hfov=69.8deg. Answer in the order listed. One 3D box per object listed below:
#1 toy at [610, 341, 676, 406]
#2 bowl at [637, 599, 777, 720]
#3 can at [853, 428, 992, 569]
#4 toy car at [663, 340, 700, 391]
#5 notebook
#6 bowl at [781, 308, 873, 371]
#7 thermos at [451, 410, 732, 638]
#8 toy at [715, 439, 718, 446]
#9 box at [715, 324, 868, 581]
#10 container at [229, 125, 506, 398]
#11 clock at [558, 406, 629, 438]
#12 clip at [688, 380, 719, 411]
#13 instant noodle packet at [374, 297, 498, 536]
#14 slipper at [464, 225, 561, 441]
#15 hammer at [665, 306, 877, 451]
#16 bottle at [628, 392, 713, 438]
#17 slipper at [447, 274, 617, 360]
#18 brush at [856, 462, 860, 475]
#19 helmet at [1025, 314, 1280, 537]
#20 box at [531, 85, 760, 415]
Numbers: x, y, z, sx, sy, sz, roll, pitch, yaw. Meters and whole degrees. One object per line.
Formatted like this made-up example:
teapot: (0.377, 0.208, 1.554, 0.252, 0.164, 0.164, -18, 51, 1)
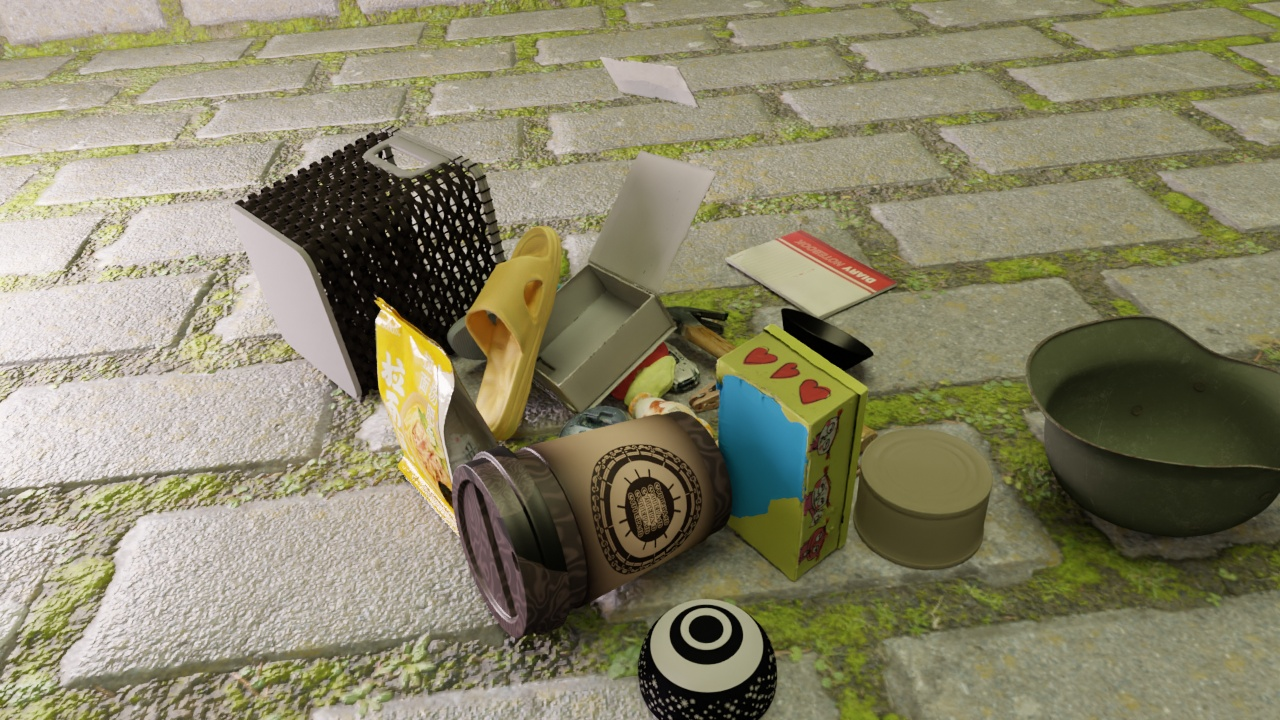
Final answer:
toy: (-0.007, 0.007, 1.129, 0.091, 0.045, 0.135, -43, 47, 2)
bowl: (0.056, 0.249, 0.781, 0.120, 0.066, 0.120, -3, 35, 2)
can: (0.279, 0.135, 0.912, 0.128, 0.073, 0.127, -3, 35, 2)
toy car: (0.032, 0.001, 1.165, 0.048, 0.033, 0.105, -23, 40, -26)
notebook: (0.246, -0.130, 1.344, 0.152, 0.012, 0.209, -23, 40, -25)
bowl: (0.218, -0.013, 1.129, 0.124, 0.053, 0.124, 23, 16, -7)
thermos: (-0.041, 0.140, 0.869, 0.225, 0.173, 0.173, -17, 37, -28)
toy: (0.132, 0.089, 1.012, 0.117, 0.043, 0.092, -14, 31, -28)
box: (0.136, 0.089, 0.859, 0.079, 0.221, 0.124, -29, 45, -28)
container: (-0.350, -0.130, 1.213, 0.243, 0.246, 0.247, -34, 45, -30)
clock: (-0.052, 0.104, 0.998, 0.083, 0.057, 0.117, 11, 49, 34)
clip: (0.084, 0.038, 1.113, 0.061, 0.025, 0.045, -17, 37, -11)
instant noodle packet: (-0.213, 0.054, 0.954, 0.084, 0.222, 0.163, -28, 41, -25)
slipper: (-0.164, -0.038, 1.079, 0.078, 0.263, 0.100, 17, -13, -33)
hammer: (0.145, 0.014, 1.116, 0.132, 0.033, 0.330, -10, 35, -44)
bottle: (0.032, 0.075, 1.033, 0.063, 0.063, 0.109, -24, 39, -26)
slipper: (-0.142, -0.065, 1.225, 0.268, 0.098, 0.054, -18, 54, -32)
brush: (0.175, 0.127, 0.985, 0.135, 0.015, 0.050, -23, 40, -24)
helmet: (0.511, 0.082, 0.891, 0.268, 0.154, 0.226, -3, 36, 11)
box: (0.001, -0.133, 1.129, 0.418, 0.108, 0.166, -55, 40, -3)
